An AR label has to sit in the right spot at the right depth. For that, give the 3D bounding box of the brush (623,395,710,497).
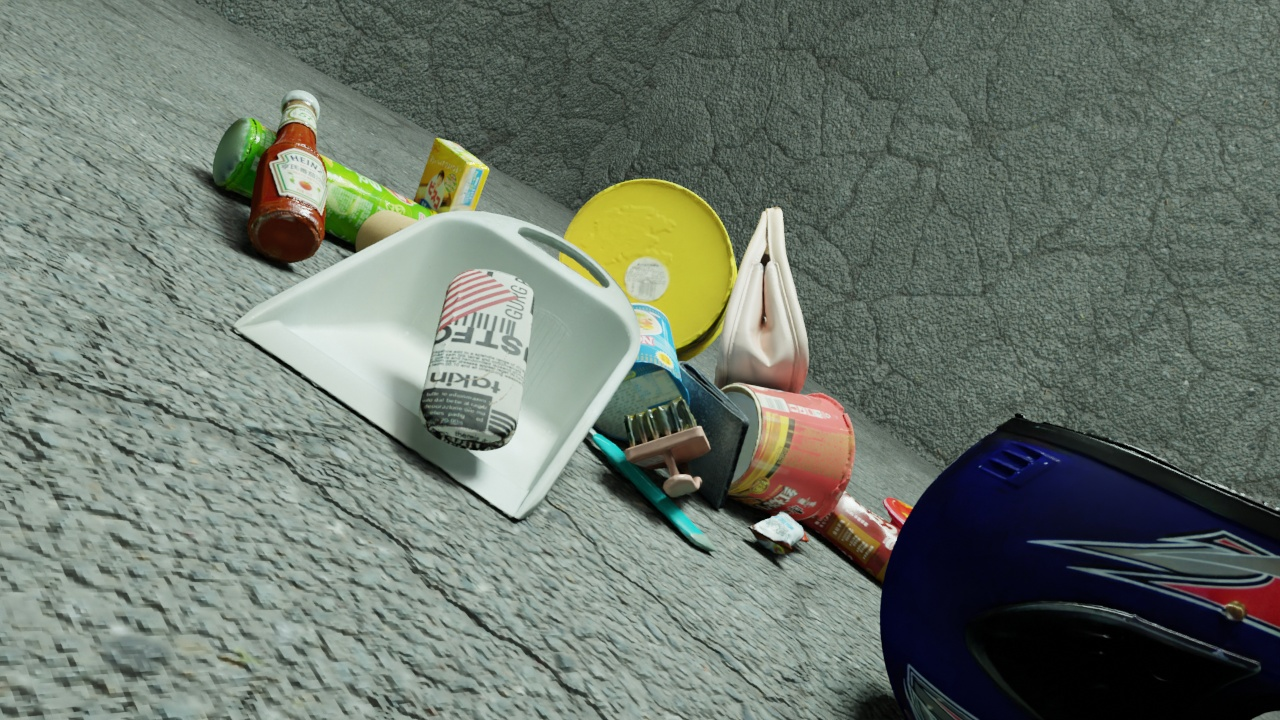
[{"bbox_3d":[0.028,0.079,0.773,0.145,0.063,0.073,55,16,-76],"label":"brush"}]

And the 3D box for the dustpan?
[{"bbox_3d":[-0.110,-0.030,0.675,0.222,0.143,0.257,33,8,4],"label":"dustpan"}]

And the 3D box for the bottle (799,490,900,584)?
[{"bbox_3d":[0.213,0.169,0.982,0.175,0.057,0.057,36,10,23],"label":"bottle"}]

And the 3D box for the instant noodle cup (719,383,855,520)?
[{"bbox_3d":[0.125,0.085,0.910,0.108,0.138,0.138,18,15,-29],"label":"instant noodle cup"}]

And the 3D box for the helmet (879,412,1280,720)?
[{"bbox_3d":[0.302,0.189,0.559,0.316,0.240,0.247,25,3,29],"label":"helmet"}]

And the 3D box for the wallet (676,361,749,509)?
[{"bbox_3d":[0.057,0.069,0.869,0.019,0.097,0.121,-2,28,-29],"label":"wallet"}]

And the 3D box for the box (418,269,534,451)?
[{"bbox_3d":[-0.105,-0.008,0.606,0.068,0.051,0.164,0,44,-4],"label":"box"}]

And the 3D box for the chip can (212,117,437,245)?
[{"bbox_3d":[-0.307,-0.161,0.911,0.221,0.072,0.072,25,12,-43],"label":"chip can"}]

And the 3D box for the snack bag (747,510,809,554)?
[{"bbox_3d":[0.128,0.159,0.842,0.048,0.026,0.104,29,8,17],"label":"snack bag"}]

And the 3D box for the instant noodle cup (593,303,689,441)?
[{"bbox_3d":[-0.005,0.005,0.870,0.099,0.099,0.109,29,33,-22],"label":"instant noodle cup"}]

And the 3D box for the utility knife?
[{"bbox_3d":[-0.013,0.089,0.771,0.218,0.013,0.029,42,11,36],"label":"utility knife"}]

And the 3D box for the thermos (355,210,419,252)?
[{"bbox_3d":[-0.203,-0.091,0.863,0.143,0.093,0.093,30,6,34],"label":"thermos"}]

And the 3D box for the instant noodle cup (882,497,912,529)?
[{"bbox_3d":[0.344,0.238,1.044,0.194,0.066,0.193,32,8,-5],"label":"instant noodle cup"}]

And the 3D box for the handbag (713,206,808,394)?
[{"bbox_3d":[0.133,-0.061,1.023,0.093,0.233,0.193,5,-22,3],"label":"handbag"}]

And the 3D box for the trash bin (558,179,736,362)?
[{"bbox_3d":[0.009,-0.100,1.071,0.229,0.229,0.255,33,2,0],"label":"trash bin"}]

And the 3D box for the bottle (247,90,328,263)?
[{"bbox_3d":[-0.300,-0.168,0.794,0.059,0.060,0.205,26,34,-36],"label":"bottle"}]

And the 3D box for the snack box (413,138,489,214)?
[{"bbox_3d":[-0.219,-0.165,1.012,0.033,0.140,0.087,11,22,-41],"label":"snack box"}]
